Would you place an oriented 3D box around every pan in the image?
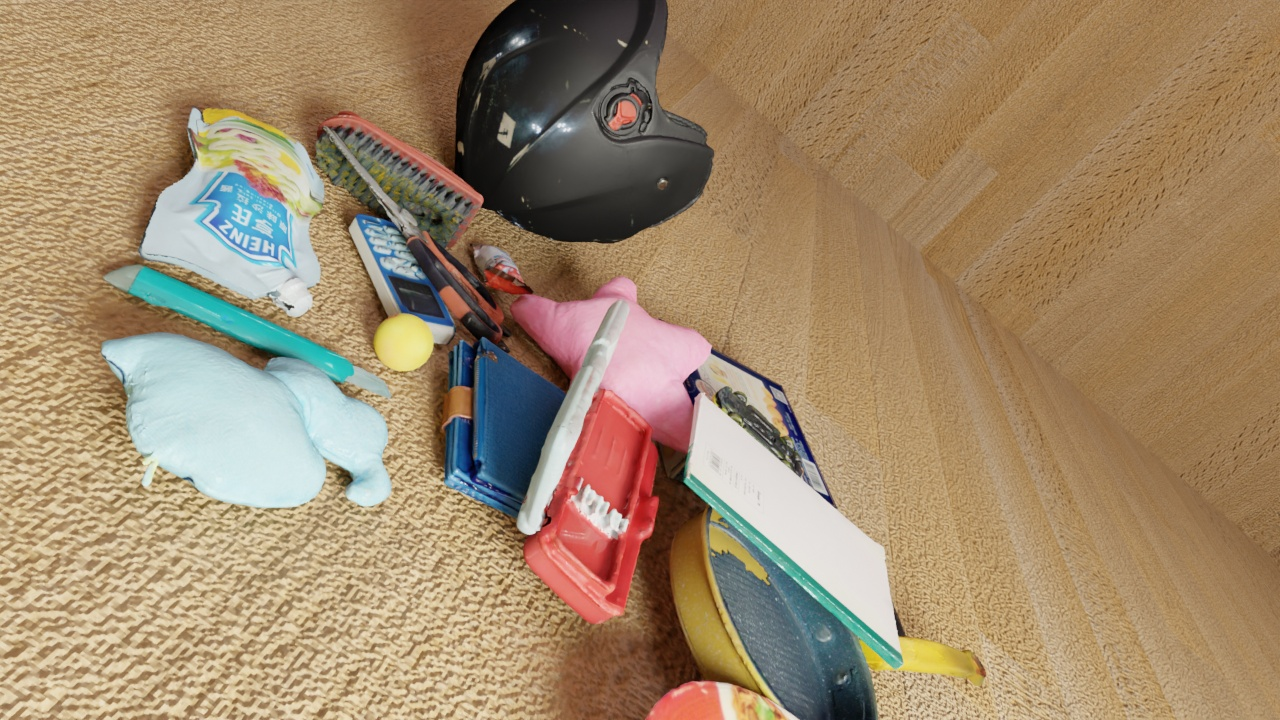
[{"bbox_3d":[0.158,0.211,0.691,0.357,0.078,0.197,34,30,-41],"label":"pan"}]

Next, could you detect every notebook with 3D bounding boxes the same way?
[{"bbox_3d":[0.116,0.121,0.695,0.209,0.012,0.150,41,21,-9],"label":"notebook"}]

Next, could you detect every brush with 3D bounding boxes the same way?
[{"bbox_3d":[-0.209,-0.160,0.787,0.146,0.063,0.069,33,38,-15],"label":"brush"}]

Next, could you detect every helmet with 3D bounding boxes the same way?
[{"bbox_3d":[-0.066,-0.248,0.904,0.229,0.275,0.233,-5,36,-23],"label":"helmet"}]

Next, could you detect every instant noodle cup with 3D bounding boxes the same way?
[{"bbox_3d":[0.055,0.268,0.473,0.194,0.066,0.193,32,27,-19],"label":"instant noodle cup"}]

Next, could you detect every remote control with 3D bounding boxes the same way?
[{"bbox_3d":[-0.186,-0.063,0.708,0.049,0.024,0.125,11,38,-49],"label":"remote control"}]

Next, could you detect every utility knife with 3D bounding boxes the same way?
[{"bbox_3d":[-0.236,-0.015,0.569,0.179,0.013,0.029,28,31,-26],"label":"utility knife"}]

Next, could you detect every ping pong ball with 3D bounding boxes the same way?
[{"bbox_3d":[-0.164,-0.013,0.637,0.040,0.040,0.040,33,26,-19],"label":"ping pong ball"}]

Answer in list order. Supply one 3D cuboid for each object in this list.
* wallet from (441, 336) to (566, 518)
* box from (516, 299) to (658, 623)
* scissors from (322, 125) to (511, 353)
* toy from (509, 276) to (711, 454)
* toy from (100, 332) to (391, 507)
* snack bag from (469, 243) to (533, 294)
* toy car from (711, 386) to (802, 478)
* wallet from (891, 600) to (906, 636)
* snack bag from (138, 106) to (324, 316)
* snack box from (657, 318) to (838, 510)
[{"bbox_3d":[-0.090,0.053,0.644,0.106,0.040,0.133,33,28,-33],"label":"wallet"},{"bbox_3d":[-0.032,0.059,0.609,0.200,0.074,0.155,-72,152,-62],"label":"box"},{"bbox_3d":[-0.176,-0.099,0.741,0.192,0.015,0.207,38,16,-55],"label":"scissors"},{"bbox_3d":[-0.005,0.005,0.783,0.178,0.075,0.194,-10,55,-30],"label":"toy"},{"bbox_3d":[-0.205,0.035,0.492,0.161,0.050,0.156,44,16,-15],"label":"toy"},{"bbox_3d":[-0.124,-0.080,0.804,0.048,0.026,0.104,31,9,-24],"label":"snack bag"},{"bbox_3d":[0.097,0.067,0.789,0.105,0.032,0.048,45,26,-11],"label":"toy car"},{"bbox_3d":[0.187,0.208,0.822,0.122,0.020,0.096,36,25,-18],"label":"wallet"},{"bbox_3d":[-0.273,-0.107,0.639,0.110,0.039,0.190,36,24,-37],"label":"snack bag"},{"bbox_3d":[0.088,0.062,0.879,0.182,0.046,0.177,26,30,-30],"label":"snack box"}]
